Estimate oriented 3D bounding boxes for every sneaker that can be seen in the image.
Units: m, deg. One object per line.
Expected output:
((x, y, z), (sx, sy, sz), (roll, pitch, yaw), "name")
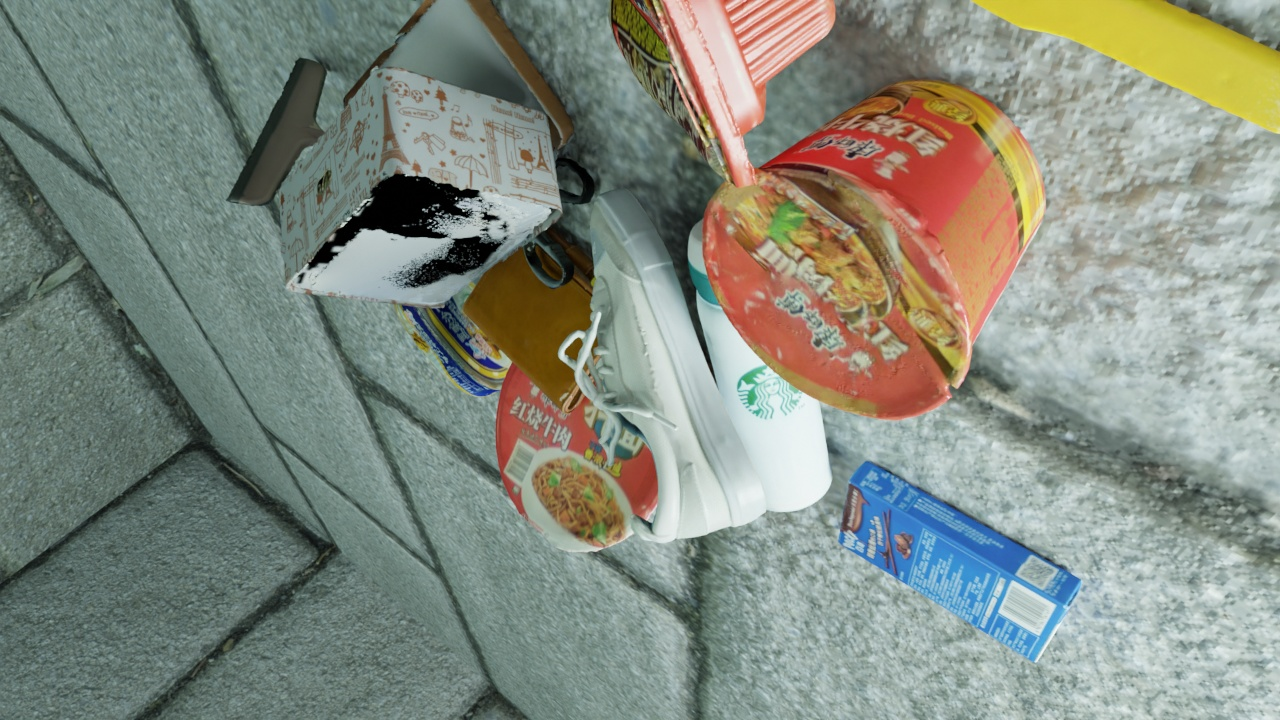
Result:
((-0.004, 0.004, 0.603), (0.089, 0.090, 0.242), (83, 168, -72), "sneaker")

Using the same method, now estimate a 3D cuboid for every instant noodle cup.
((0.115, -0.057, 0.433), (0.138, 0.108, 0.138), (33, 149, 23), "instant noodle cup")
((0.010, -0.181, 0.366), (0.189, 0.079, 0.164), (57, -172, -40), "instant noodle cup")
((-0.031, 0.056, 0.749), (0.194, 0.194, 0.065), (24, -172, 36), "instant noodle cup")

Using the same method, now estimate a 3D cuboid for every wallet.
((-0.070, -0.044, 0.719), (0.130, 0.119, 0.035), (44, -162, 22), "wallet")

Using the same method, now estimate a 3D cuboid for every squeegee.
((-0.203, -0.134, 0.787), (0.040, 0.247, 0.249), (-35, 126, 21), "squeegee")

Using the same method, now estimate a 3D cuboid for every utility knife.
((0.183, -0.127, 0.349), (0.164, 0.015, 0.033), (35, 156, 18), "utility knife")

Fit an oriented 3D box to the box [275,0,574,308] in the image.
((-0.152, -0.156, 0.644), (0.183, 0.153, 0.181), (-28, 68, 43), "box")

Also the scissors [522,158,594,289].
((-0.097, -0.126, 0.700), (0.160, 0.014, 0.175), (-23, 87, 44), "scissors")

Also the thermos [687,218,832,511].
((0.080, 0.004, 0.599), (0.073, 0.073, 0.224), (21, 143, 39), "thermos")

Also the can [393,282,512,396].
((-0.177, -0.031, 0.901), (0.148, 0.074, 0.049), (53, 148, -13), "can")

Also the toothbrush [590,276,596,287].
((0.017, 0.020, 0.659), (0.017, 0.015, 0.190), (-36, 83, 31), "toothbrush")

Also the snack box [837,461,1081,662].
((0.214, 0.138, 0.636), (0.157, 0.026, 0.085), (30, 148, 28), "snack box")
